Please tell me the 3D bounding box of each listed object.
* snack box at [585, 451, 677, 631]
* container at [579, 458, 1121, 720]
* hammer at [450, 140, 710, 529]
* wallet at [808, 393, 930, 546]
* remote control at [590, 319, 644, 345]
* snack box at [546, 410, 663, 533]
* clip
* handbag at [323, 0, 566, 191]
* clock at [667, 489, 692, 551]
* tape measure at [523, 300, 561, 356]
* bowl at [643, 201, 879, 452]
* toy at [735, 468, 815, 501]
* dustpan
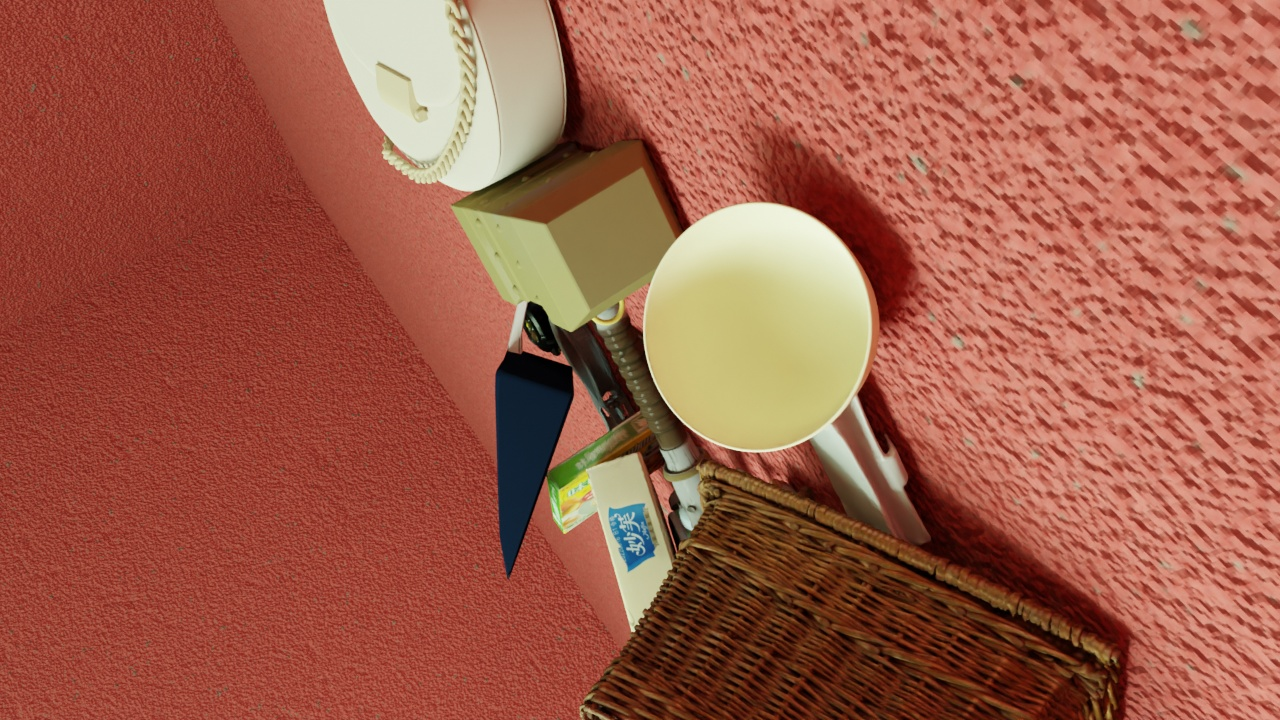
[{"bbox_3d":[0.006,0.189,0.885,0.207,0.055,0.153,74,178,-70],"label":"snack box"},{"bbox_3d":[0.100,0.206,0.508,0.250,0.182,0.162,21,147,37],"label":"container"},{"bbox_3d":[-0.004,0.004,0.704,0.325,0.100,0.190,63,164,-22],"label":"hammer"},{"bbox_3d":[0.126,0.055,0.540,0.116,0.032,0.086,59,174,-20],"label":"wallet"},{"bbox_3d":[-0.014,-0.019,0.847,0.136,0.013,0.033,37,154,55],"label":"remote control"},{"bbox_3d":[-0.032,0.111,0.929,0.027,0.131,0.168,53,164,18],"label":"snack box"},{"bbox_3d":[-0.043,0.018,0.980,0.163,0.028,0.108,61,165,-13],"label":"clip"},{"bbox_3d":[-0.139,-0.233,0.651,0.211,0.103,0.209,34,146,34],"label":"handbag"},{"bbox_3d":[0.070,0.166,0.839,0.122,0.075,0.161,-164,53,-83],"label":"clock"},{"bbox_3d":[-0.110,-0.043,1.041,0.071,0.042,0.072,41,155,54],"label":"tape measure"},{"bbox_3d":[0.071,-0.016,0.464,0.118,0.118,0.073,52,-154,20],"label":"bowl"},{"bbox_3d":[0.102,0.109,0.673,0.041,0.055,0.101,59,-173,-19],"label":"toy"},{"bbox_3d":[-0.113,0.037,0.886,0.080,0.273,0.236,19,-176,-6],"label":"dustpan"}]
